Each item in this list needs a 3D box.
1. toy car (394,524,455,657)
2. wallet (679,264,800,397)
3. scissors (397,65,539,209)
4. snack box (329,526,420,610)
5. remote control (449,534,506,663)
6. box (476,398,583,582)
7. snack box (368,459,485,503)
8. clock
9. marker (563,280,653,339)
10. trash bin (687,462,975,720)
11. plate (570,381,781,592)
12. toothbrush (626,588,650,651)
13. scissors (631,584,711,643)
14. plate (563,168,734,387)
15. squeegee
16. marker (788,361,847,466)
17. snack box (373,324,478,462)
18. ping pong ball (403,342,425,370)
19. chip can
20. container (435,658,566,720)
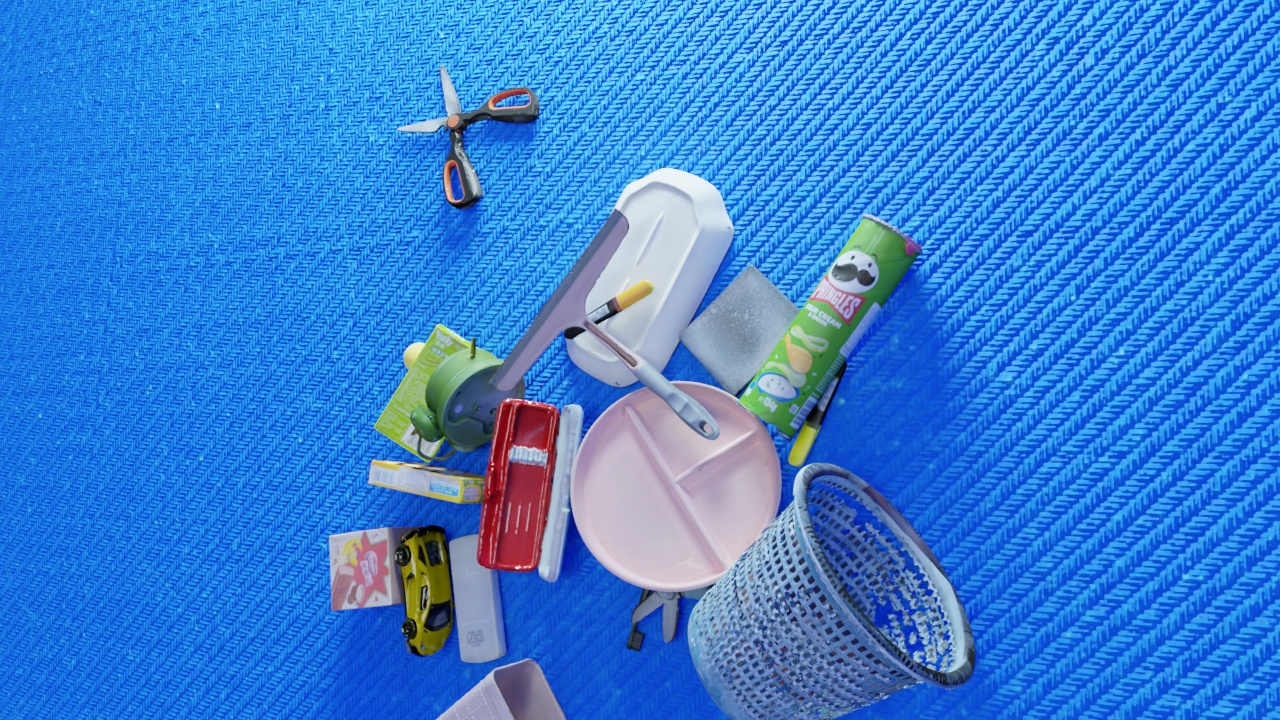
[{"bbox_3d":[-0.256,0.278,1.110,0.041,0.071,0.155,-10,80,27],"label":"toy car"},{"bbox_3d":[0.114,-0.032,1.015,0.121,0.019,0.097,-46,68,11],"label":"wallet"},{"bbox_3d":[-0.232,-0.302,1.219,0.234,0.021,0.220,-6,75,25],"label":"scissors"},{"bbox_3d":[-0.324,0.258,1.141,0.094,0.077,0.092,-11,77,23],"label":"snack box"},{"bbox_3d":[-0.196,0.286,1.107,0.058,0.021,0.150,-14,76,22],"label":"remote control"},{"bbox_3d":[-0.126,0.146,1.052,0.102,0.100,0.201,9,84,-12],"label":"box"},{"bbox_3d":[-0.249,0.148,1.117,0.141,0.086,0.033,9,86,26],"label":"snack box"},{"bbox_3d":[-0.210,0.055,1.100,0.056,0.116,0.161,38,95,36],"label":"clock"},{"bbox_3d":[-0.037,-0.057,1.051,0.124,0.015,0.018,-29,72,21],"label":"marker"},{"bbox_3d":[0.159,0.241,0.858,0.196,0.226,0.226,-44,66,26],"label":"trash bin"},{"bbox_3d":[0.037,0.134,0.988,0.230,0.028,0.229,-5,69,12],"label":"plate"},{"bbox_3d":[0.017,0.234,1.021,0.017,0.012,0.186,16,89,20],"label":"toothbrush"},{"bbox_3d":[0.060,0.219,0.992,0.181,0.019,0.170,-3,82,17],"label":"scissors"},{"bbox_3d":[-0.002,-0.100,1.069,0.162,0.034,0.266,31,96,26],"label":"plate"},{"bbox_3d":[-0.006,0.006,1.012,0.249,0.040,0.248,40,98,18],"label":"squeegee"},{"bbox_3d":[0.188,0.055,0.968,0.018,0.015,0.124,25,90,41],"label":"marker"},{"bbox_3d":[-0.259,0.041,1.154,0.086,0.026,0.156,32,97,-3],"label":"snack box"},{"bbox_3d":[-0.285,-0.003,1.183,0.040,0.040,0.040,-4,80,24],"label":"ping pong ball"},{"bbox_3d":[0.193,-0.033,0.942,0.072,0.072,0.236,36,96,25],"label":"chip can"},{"bbox_3d":[-0.162,0.410,1.037,0.111,0.089,0.090,-40,68,18],"label":"container"}]
